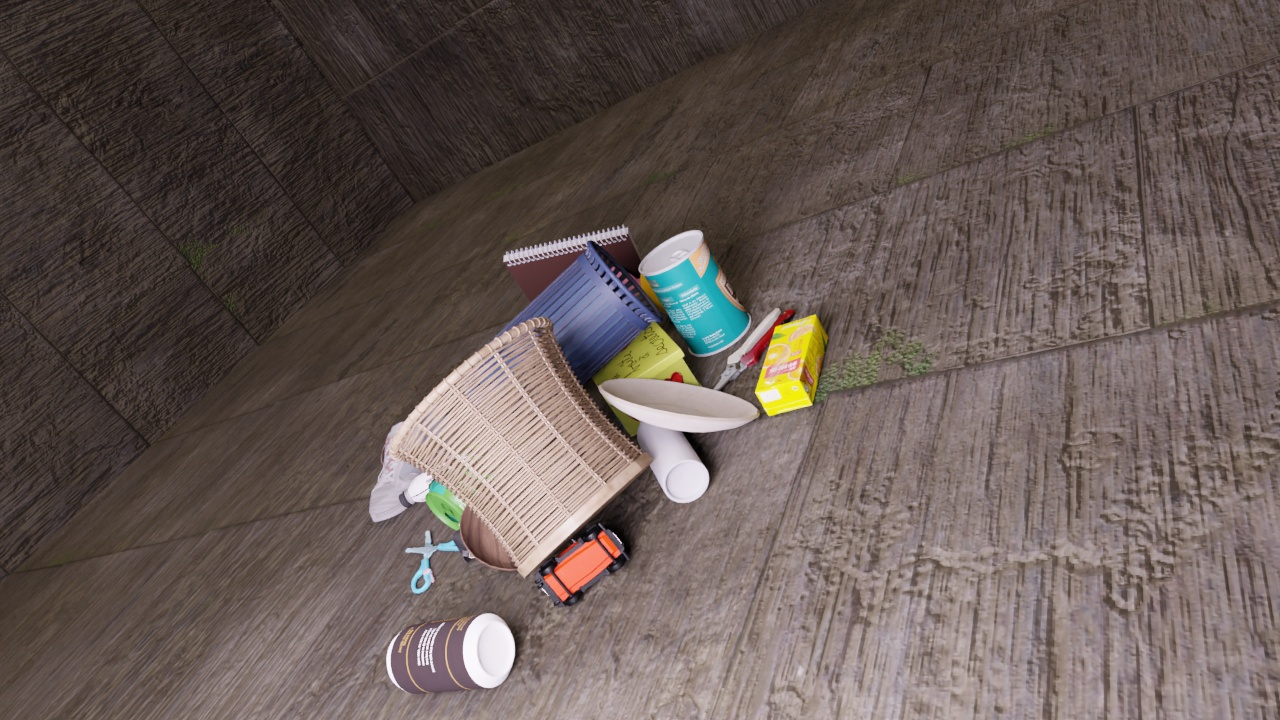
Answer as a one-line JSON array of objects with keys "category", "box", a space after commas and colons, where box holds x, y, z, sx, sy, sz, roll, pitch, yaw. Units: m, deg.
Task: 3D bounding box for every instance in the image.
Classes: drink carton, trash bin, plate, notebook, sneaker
[{"category": "drink carton", "box": [0.180, 0.004, 1.081, 0.059, 0.043, 0.134, -17, 29, 31]}, {"category": "trash bin", "box": [-0.109, -0.022, 1.199, 0.250, 0.139, 0.139, -42, 22, 9]}, {"category": "plate", "box": [0.043, 0.056, 1.066, 0.189, 0.027, 0.188, 9, 9, -2]}, {"category": "notebook", "box": [-0.098, -0.143, 1.508, 0.209, 0.172, 0.022, -11, 55, 13]}, {"category": "sneaker", "box": [-0.373, 0.148, 1.447, 0.099, 0.089, 0.235, -18, 28, 31]}]

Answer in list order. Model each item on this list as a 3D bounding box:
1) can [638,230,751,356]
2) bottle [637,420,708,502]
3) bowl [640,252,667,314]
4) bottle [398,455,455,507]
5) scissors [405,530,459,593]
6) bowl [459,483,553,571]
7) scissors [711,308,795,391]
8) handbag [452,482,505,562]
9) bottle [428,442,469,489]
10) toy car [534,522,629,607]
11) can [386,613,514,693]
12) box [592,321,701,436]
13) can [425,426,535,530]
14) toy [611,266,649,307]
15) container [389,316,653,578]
[{"category": "can", "box": [0.076, -0.092, 1.267, 0.099, 0.144, 0.099, -27, 24, 13]}, {"category": "bottle", "box": [0.027, 0.099, 1.079, 0.052, 0.052, 0.195, -34, 23, 0]}, {"category": "bowl", "box": [0.051, -0.111, 1.404, 0.117, 0.117, 0.068, -80, 11, -59]}, {"category": "bottle", "box": [-0.306, 0.179, 1.362, 0.116, 0.041, 0.041, -32, 24, 3]}, {"category": "scissors", "box": [-0.267, 0.249, 1.214, 0.118, 0.015, 0.139, -33, 29, 0]}, {"category": "bowl", "box": [-0.153, 0.203, 1.087, 0.119, 0.032, 0.119, 6, 47, -6]}, {"category": "scissors", "box": [0.138, -0.003, 1.184, 0.140, 0.015, 0.188, -20, 29, 27]}, {"category": "handbag", "box": [-0.173, 0.203, 1.151, 0.079, 0.054, 0.128, 3, 38, 37]}, {"category": "bottle", "box": [-0.246, 0.158, 1.308, 0.056, 0.056, 0.105, -4, 37, 48]}, {"category": "toy car", "box": [-0.063, 0.214, 0.969, 0.100, 0.051, 0.048, -38, 6, 5]}, {"category": "can", "box": [-0.195, 0.303, 0.946, 0.129, 0.072, 0.071, -18, 28, 33]}, {"category": "box", "box": [-0.008, 0.007, 1.269, 0.124, 0.079, 0.221, -33, 22, 1]}, {"category": "can", "box": [-0.216, 0.155, 1.241, 0.083, 0.083, 0.143, -5, 37, 48]}, {"category": "toy", "box": [-0.089, -0.081, 1.429, 0.264, 0.128, 0.187, -33, -9, -38]}, {"category": "container", "box": [-0.121, 0.100, 1.000, 0.226, 0.196, 0.227, -42, -6, -6]}]
